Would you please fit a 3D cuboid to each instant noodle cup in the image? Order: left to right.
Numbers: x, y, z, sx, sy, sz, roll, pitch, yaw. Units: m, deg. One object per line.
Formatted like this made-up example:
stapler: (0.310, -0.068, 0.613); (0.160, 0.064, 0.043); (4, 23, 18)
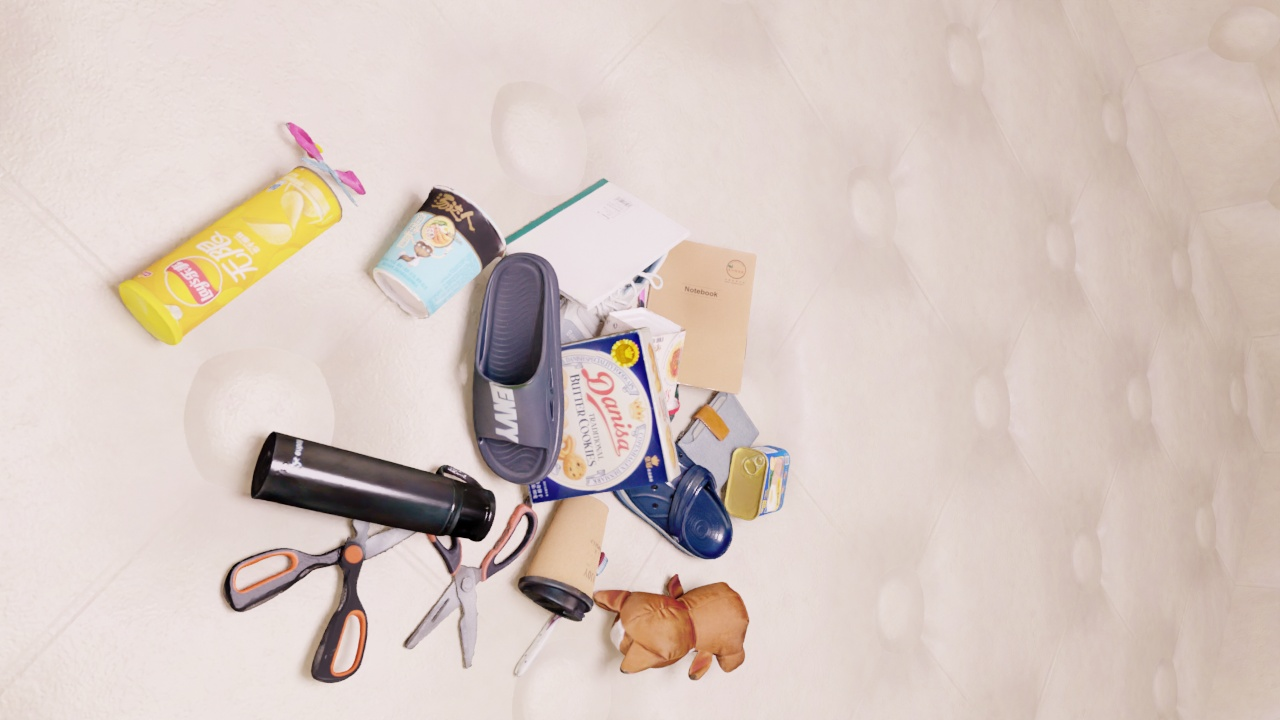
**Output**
instant noodle cup: (-0.227, -0.113, 1.015); (0.111, 0.111, 0.120); (48, 65, -25)
instant noodle cup: (-0.007, 0.007, 1.148); (0.116, 0.117, 0.124); (-12, 124, -51)

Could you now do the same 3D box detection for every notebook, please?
notebook: (-0.056, -0.153, 1.155); (0.150, 0.012, 0.208); (35, 51, 20)
notebook: (0.080, -0.065, 1.278); (0.148, 0.008, 0.207); (10, 77, -7)

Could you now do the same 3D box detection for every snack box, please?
snack box: (-0.060, 0.065, 1.083); (0.045, 0.183, 0.178); (-16, 94, -73)

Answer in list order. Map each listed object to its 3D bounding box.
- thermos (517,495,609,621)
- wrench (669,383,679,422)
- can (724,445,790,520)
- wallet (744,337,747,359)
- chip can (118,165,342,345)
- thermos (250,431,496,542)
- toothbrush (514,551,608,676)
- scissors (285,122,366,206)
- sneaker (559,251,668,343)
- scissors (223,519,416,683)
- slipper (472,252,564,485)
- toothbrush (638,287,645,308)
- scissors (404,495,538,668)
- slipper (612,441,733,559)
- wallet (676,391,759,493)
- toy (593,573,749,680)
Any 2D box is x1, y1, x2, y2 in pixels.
thermos: (-0.086, 0.236, 1.103); (0.093, 0.093, 0.143); (39, 55, -30)
wrench: (0.054, -0.021, 1.293); (0.056, 0.016, 0.272); (32, 66, -33)
can: (0.171, 0.174, 1.322); (0.083, 0.057, 0.102); (1, 99, -56)
wallet: (0.124, -0.074, 1.341); (0.107, 0.031, 0.131); (18, 74, -50)
chip can: (-0.393, -0.106, 0.894); (0.212, 0.072, 0.072); (-49, 115, -33)
thermos: (-0.274, 0.131, 0.963); (0.242, 0.069, 0.090); (20, 28, -32)
toothbrush: (-0.095, 0.312, 1.131); (0.187, 0.016, 0.017); (-51, 126, -32)
scissors: (-0.322, -0.198, 0.956); (0.017, 0.133, 0.134); (-44, 155, 4)
sneaker: (-0.036, -0.080, 1.176); (0.089, 0.091, 0.241); (50, 58, -23)
scissors: (-0.313, 0.220, 0.949); (0.220, 0.022, 0.232); (1, 75, -36)
slipper: (-0.149, 0.008, 1.038); (0.083, 0.111, 0.268); (3, 88, -72)
toothbrush: (0.002, -0.031, 1.245); (0.014, 0.018, 0.189); (21, 67, -51)
scissors: (-0.194, 0.239, 1.057); (0.188, 0.015, 0.223); (-8, 91, -40)
slipper: (0.050, 0.179, 1.215); (0.104, 0.095, 0.253); (-52, 120, -28)
wallet: (0.113, 0.111, 1.313); (0.129, 0.037, 0.106); (-48, 115, -33)
toy: (0.040, 0.348, 1.186); (0.199, 0.140, 0.131); (7, 122, -38)
